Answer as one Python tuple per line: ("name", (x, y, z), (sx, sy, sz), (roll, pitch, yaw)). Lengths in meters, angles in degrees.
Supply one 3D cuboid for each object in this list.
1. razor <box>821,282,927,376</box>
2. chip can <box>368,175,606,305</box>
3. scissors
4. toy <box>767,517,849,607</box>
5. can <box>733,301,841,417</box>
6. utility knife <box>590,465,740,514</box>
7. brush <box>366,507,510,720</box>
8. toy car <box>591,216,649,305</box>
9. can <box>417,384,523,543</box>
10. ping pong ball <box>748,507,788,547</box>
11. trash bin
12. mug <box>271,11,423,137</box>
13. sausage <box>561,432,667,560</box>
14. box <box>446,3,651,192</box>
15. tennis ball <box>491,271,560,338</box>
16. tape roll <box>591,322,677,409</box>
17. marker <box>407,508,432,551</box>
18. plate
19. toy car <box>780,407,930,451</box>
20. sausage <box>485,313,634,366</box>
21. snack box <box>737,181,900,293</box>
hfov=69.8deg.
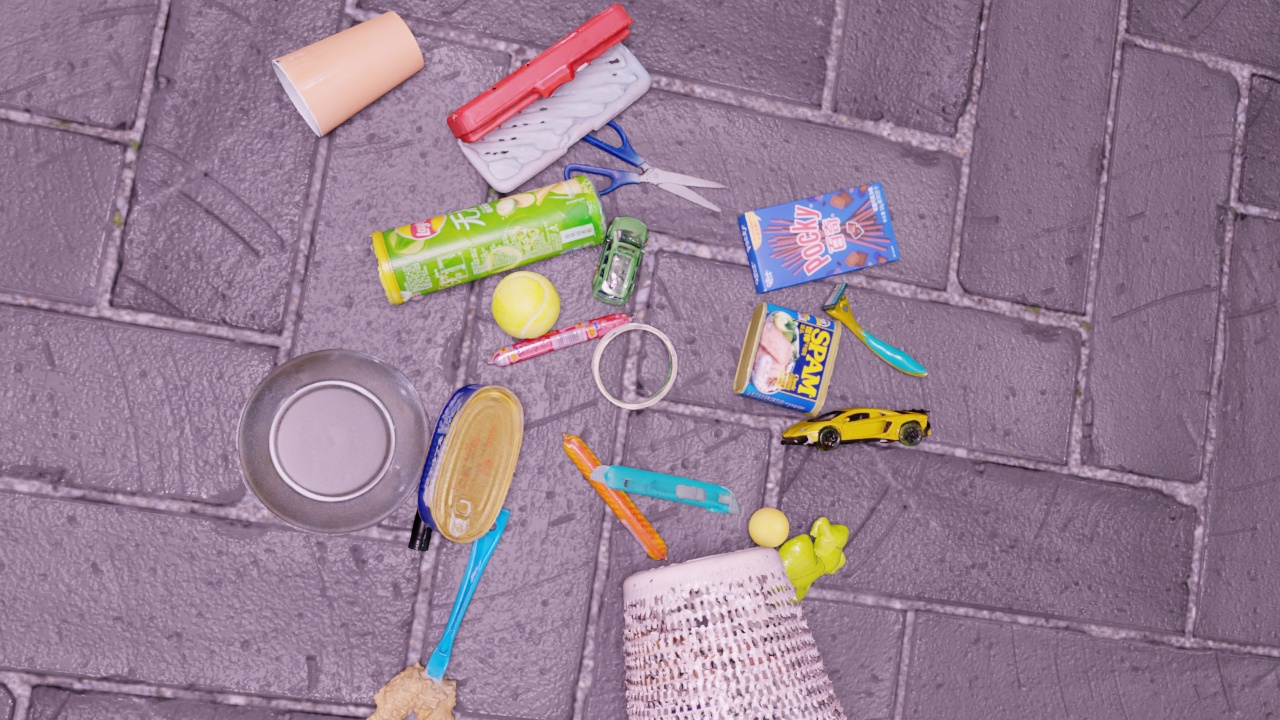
("razor", (0.247, -0.025, 0.963), (0.132, 0.028, 0.043), (39, 50, -3))
("chip can", (-0.142, -0.117, 0.880), (0.221, 0.073, 0.072), (-17, 90, -10))
("scissors", (0.006, -0.201, 0.941), (0.170, 0.012, 0.141), (-16, 90, -11))
("toy", (0.166, 0.204, 0.927), (0.100, 0.031, 0.097), (-8, 113, -26))
("can", (0.148, -0.002, 0.931), (0.083, 0.057, 0.102), (15, 84, -6))
("utility knife", (0.028, 0.128, 0.913), (0.164, 0.013, 0.029), (13, 70, -17))
("brush", (-0.183, 0.259, 0.872), (0.083, 0.046, 0.254), (22, 79, -4))
("toy car", (-0.019, -0.101, 0.919), (0.043, 0.036, 0.091), (16, 80, -7))
("can", (-0.161, 0.094, 0.863), (0.074, 0.049, 0.148), (20, 81, -33))
("ping pong ball", (0.129, 0.168, 0.925), (0.040, 0.040, 0.040), (1, 86, -10))
("trash bin", (0.073, 0.278, 0.835), (0.227, 0.228, 0.192), (-9, 76, -10))
("mug", (-0.272, -0.275, 0.869), (0.122, 0.078, 0.078), (-34, 93, -15))
("sausage", (-0.025, 0.136, 0.910), (0.021, 0.021, 0.165), (-39, 94, -10))
("box", (-0.082, -0.251, 0.898), (0.201, 0.095, 0.099), (-38, 110, -11))
("tennis ball", (-0.110, -0.053, 0.885), (0.065, 0.065, 0.065), (1, 86, -10))
("tape roll", (-0.005, 0.005, 0.916), (0.085, 0.014, 0.086), (-2, 99, -13))
("marker", (-0.199, 0.117, 0.882), (0.020, 0.022, 0.132), (18, 83, -43))
("plate", (-0.290, 0.076, 0.868), (0.179, 0.024, 0.179), (1, 86, -10))
("toy car", (0.218, 0.069, 0.930), (0.155, 0.071, 0.041), (-4, 88, -9))
("sausage", (-0.079, -0.022, 0.911), (0.155, 0.020, 0.020), (-17, 90, -10))
("snack box", (0.187, -0.128, 0.959), (0.157, 0.026, 0.084), (-14, 90, -10))
